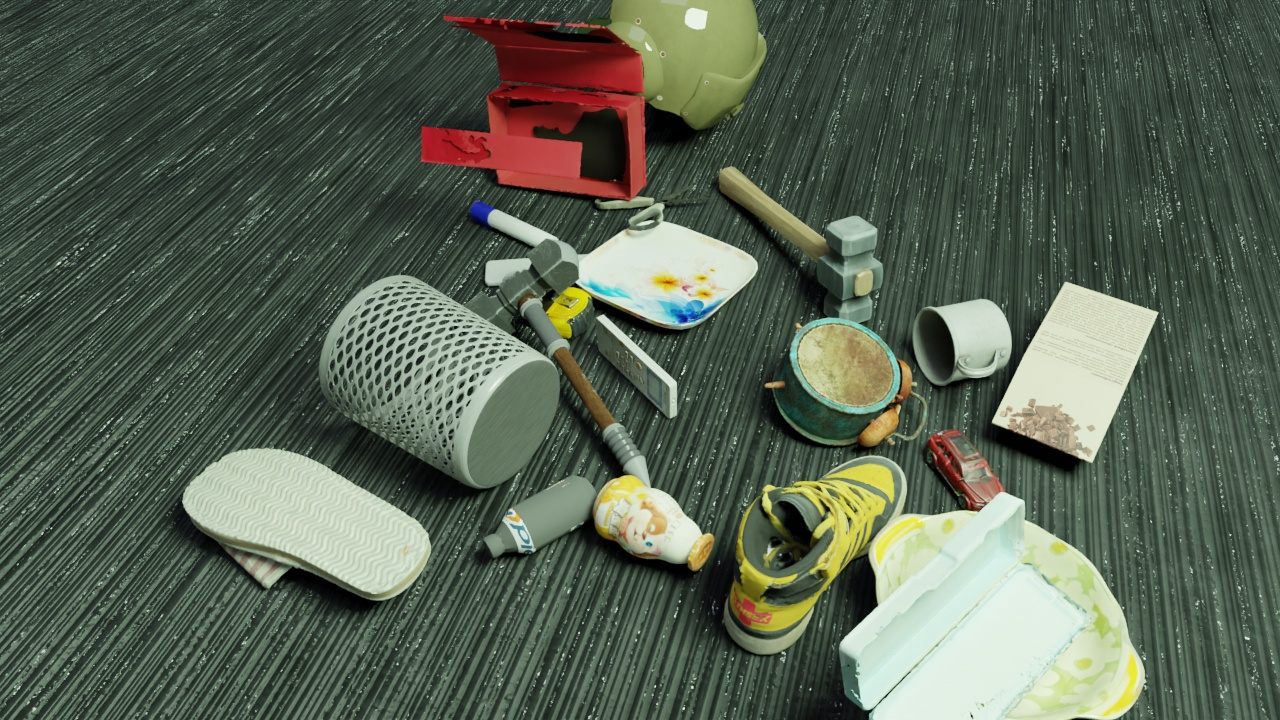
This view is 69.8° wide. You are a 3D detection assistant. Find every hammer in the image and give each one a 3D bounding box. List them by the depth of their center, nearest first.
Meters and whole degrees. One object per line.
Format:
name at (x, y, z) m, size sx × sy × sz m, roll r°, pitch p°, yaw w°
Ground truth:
hammer at (-0.070, 0.014, 0.961) m, size 0.156 × 0.043 × 0.322 m, roll -39°, pitch 56°, yaw 4°
hammer at (0.182, -0.165, 1.127) m, size 0.051 × 0.117 × 0.322 m, roll -18°, pitch 37°, yaw -16°

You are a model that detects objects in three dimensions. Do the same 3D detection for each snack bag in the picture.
snack bag at (0.440, 0.017, 0.933) m, size 0.094 × 0.070 × 0.205 m, roll 24°, pitch 50°, yaw 25°

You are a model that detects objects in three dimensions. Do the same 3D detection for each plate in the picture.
plate at (0.030, -0.104, 1.112) m, size 0.187 × 0.016 × 0.186 m, roll 26°, pitch 46°, yaw 27°

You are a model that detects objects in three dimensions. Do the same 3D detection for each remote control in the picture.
remote control at (-0.006, 0.006, 0.982) m, size 0.011 × 0.050 × 0.136 m, roll -27°, pitch 49°, yaw -24°
remote control at (-0.120, -0.113, 1.142) m, size 0.146 × 0.008 × 0.045 m, roll -4°, pitch 44°, yaw -2°

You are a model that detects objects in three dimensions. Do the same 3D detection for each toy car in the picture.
toy car at (0.311, 0.105, 0.877) m, size 0.042 × 0.036 × 0.091 m, roll -14°, pitch 51°, yaw -13°

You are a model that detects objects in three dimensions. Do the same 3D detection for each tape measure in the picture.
tape measure at (-0.086, -0.058, 1.062) m, size 0.064 × 0.037 × 0.065 m, roll 25°, pitch 50°, yaw 26°

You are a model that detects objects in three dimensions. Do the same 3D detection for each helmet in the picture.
helmet at (0.053, -0.428, 1.267) m, size 0.233 × 0.256 × 0.249 m, roll 11°, pitch 45°, yaw 18°

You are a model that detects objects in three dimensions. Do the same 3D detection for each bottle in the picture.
bottle at (0.012, 0.148, 0.824) m, size 0.109 × 0.063 × 0.063 m, roll 24°, pitch 50°, yaw 25°
bottle at (-0.092, 0.146, 0.844) m, size 0.112 × 0.047 × 0.047 m, roll -26°, pitch 49°, yaw -23°

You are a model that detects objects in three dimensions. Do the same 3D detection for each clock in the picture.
clock at (0.213, 0.032, 0.932) m, size 0.157 × 0.073 × 0.121 m, roll 27°, pitch 55°, yaw 7°

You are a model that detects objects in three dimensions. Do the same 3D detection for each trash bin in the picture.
trash bin at (-0.191, 0.023, 0.903) m, size 0.183 × 0.157 × 0.156 m, roll 27°, pitch 51°, yaw 24°

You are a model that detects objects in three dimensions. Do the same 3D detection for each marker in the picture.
marker at (-0.165, -0.172, 1.194) m, size 0.133 × 0.027 × 0.023 m, roll 27°, pitch 51°, yaw 25°

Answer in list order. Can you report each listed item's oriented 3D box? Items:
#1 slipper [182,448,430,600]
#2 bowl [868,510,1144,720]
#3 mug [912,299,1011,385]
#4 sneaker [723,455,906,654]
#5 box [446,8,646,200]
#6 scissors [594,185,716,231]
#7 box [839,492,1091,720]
slipper at (-0.306, 0.156, 0.842) m, size 0.263 × 0.052 × 0.114 m, roll 16°, pitch 49°, yaw 24°
bowl at (0.284, 0.215, 0.744) m, size 0.219 × 0.060 × 0.188 m, roll 34°, pitch 54°, yaw 31°
mug at (0.342, -0.014, 0.956) m, size 0.070 × 0.084 × 0.113 m, roll -11°, pitch 28°, yaw -12°
sneaker at (0.158, 0.134, 0.790) m, size 0.086 × 0.122 × 0.237 m, roll 29°, pitch 53°, yaw 27°
box at (-0.112, -0.373, 1.145) m, size 0.212 × 0.379 × 0.123 m, roll 11°, pitch 57°, yaw 18°
scissors at (0.014, -0.207, 1.220) m, size 0.158 × 0.013 × 0.169 m, roll 10°, pitch 33°, yaw 22°
box at (0.239, 0.198, 0.671) m, size 0.197 × 0.078 × 0.122 m, roll -33°, pitch 71°, yaw -25°
